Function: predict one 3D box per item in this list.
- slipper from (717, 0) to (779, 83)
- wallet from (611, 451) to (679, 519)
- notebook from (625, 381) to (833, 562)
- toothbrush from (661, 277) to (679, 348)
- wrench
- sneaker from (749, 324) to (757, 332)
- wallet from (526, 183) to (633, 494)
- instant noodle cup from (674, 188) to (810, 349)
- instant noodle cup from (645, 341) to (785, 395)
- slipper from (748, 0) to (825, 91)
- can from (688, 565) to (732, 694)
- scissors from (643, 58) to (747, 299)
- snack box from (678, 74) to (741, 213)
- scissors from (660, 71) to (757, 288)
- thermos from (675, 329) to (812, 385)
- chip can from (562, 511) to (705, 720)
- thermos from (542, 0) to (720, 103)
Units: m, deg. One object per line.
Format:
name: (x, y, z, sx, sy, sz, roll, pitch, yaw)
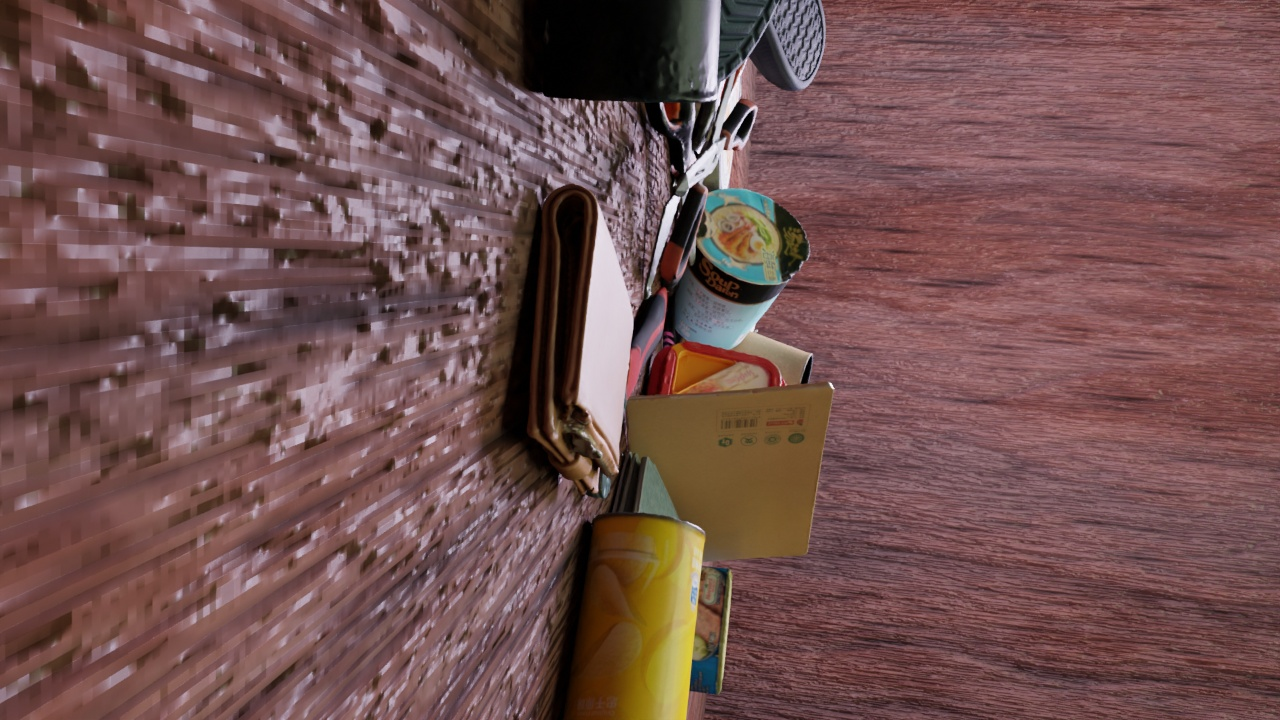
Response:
slipper: (0.039, -0.273, 0.509, 0.105, 0.095, 0.252, 29, 79, -36)
wallet: (0.006, 0.143, 0.665, 0.106, 0.037, 0.130, -78, 154, -51)
notebook: (0.065, 0.095, 0.711, 0.008, 0.148, 0.208, -94, -179, -45)
toothbrush: (0.026, -0.007, 0.843, 0.017, 0.014, 0.189, -60, 156, -49)
wrench: (-0.004, 0.004, 0.621, 0.272, 0.016, 0.056, -69, 164, -64)
sneaker: (0.098, -0.038, 1.118, 0.243, 0.089, 0.090, 95, 9, -55)
wallet: (-0.024, -0.001, 0.415, 0.132, 0.031, 0.107, 69, 24, -71)
instant noodle cup: (0.077, -0.074, 0.827, 0.121, 0.111, 0.111, 115, -10, -51)
instant noodle cup: (0.055, 0.065, 0.781, 0.124, 0.116, 0.116, 105, -2, -48)
slipper: (0.072, -0.328, 0.721, 0.110, 0.083, 0.268, -59, 140, -25)
can: (0.028, 0.210, 0.732, 0.057, 0.083, 0.101, 87, 11, -45)
scissors: (0.039, -0.163, 0.671, 0.231, 0.022, 0.221, -65, 158, -15)
snack box: (0.062, -0.240, 0.838, 0.178, 0.046, 0.182, 77, 20, -62)
scissors: (0.049, -0.135, 0.622, 0.224, 0.015, 0.188, 106, 11, -59)
thermos: (0.092, 0.004, 0.901, 0.093, 0.143, 0.093, 15, 89, -73)
chip can: (-0.008, 0.196, 0.508, 0.072, 0.072, 0.213, 78, 18, -64)
thermos: (0.003, -0.219, 0.328, 0.089, 0.068, 0.243, -50, 145, -68)
